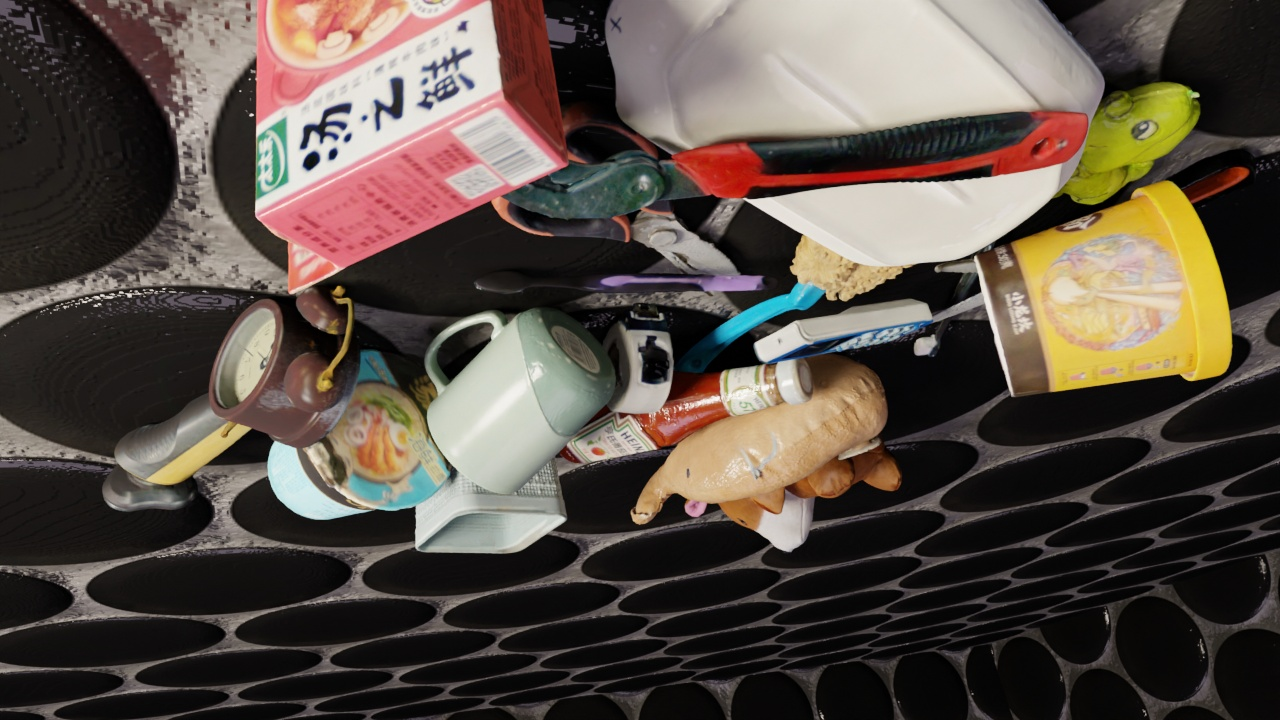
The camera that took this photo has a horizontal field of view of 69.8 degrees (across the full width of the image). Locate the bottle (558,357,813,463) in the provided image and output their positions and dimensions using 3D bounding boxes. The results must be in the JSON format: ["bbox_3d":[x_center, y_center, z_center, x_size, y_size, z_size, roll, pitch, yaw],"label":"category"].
[{"bbox_3d":[0.027,0.034,0.681,0.207,0.059,0.059,-14,156,30],"label":"bottle"}]

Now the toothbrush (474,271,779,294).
[{"bbox_3d":[-0.007,-0.047,0.569,0.189,0.014,0.017,-1,172,-5],"label":"toothbrush"}]

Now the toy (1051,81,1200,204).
[{"bbox_3d":[0.273,-0.124,0.523,0.096,0.031,0.100,1,156,-30],"label":"toy"}]

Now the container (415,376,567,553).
[{"bbox_3d":[-0.117,0.079,0.694,0.089,0.111,0.090,10,147,-34],"label":"container"}]

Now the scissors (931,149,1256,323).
[{"bbox_3d":[0.308,-0.078,0.629,0.220,0.021,0.228,7,145,-35],"label":"scissors"}]

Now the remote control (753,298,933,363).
[{"bbox_3d":[0.139,-0.021,0.618,0.124,0.024,0.049,-11,168,-31],"label":"remote control"}]

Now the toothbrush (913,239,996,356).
[{"bbox_3d":[0.233,-0.045,0.684,0.018,0.015,0.181,-1,155,1],"label":"toothbrush"}]

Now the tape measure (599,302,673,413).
[{"bbox_3d":[-0.004,0.004,0.636,0.033,0.066,0.066,2,152,-22],"label":"tape measure"}]

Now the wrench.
[{"bbox_3d":[0.065,-0.091,0.410,0.273,0.016,0.056,-3,144,-5],"label":"wrench"}]

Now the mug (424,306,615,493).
[{"bbox_3d":[-0.086,0.014,0.607,0.106,0.112,0.082,-44,-175,19],"label":"mug"}]

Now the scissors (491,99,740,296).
[{"bbox_3d":[-0.008,-0.077,0.532,0.198,0.015,0.205,-6,154,-11],"label":"scissors"}]

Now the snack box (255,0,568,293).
[{"bbox_3d":[-0.096,-0.102,0.335,0.127,0.113,0.044,-20,154,19],"label":"snack box"}]

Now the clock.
[{"bbox_3d":[-0.204,0.002,0.543,0.122,0.082,0.055,-25,145,32],"label":"clock"}]

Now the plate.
[{"bbox_3d":[0.108,-0.114,0.429,0.265,0.034,0.162,24,134,-35],"label":"plate"}]

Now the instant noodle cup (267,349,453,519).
[{"bbox_3d":[-0.207,0.063,0.649,0.111,0.111,0.121,12,154,-38],"label":"instant noodle cup"}]

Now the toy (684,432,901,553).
[{"bbox_3d":[0.143,0.114,0.867,0.140,0.130,0.200,6,160,-42],"label":"toy"}]

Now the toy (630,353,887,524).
[{"bbox_3d":[0.085,0.066,0.718,0.226,0.082,0.143,-28,-179,5],"label":"toy"}]

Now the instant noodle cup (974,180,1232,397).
[{"bbox_3d":[0.273,-0.035,0.557,0.115,0.118,0.118,-15,154,20],"label":"instant noodle cup"}]

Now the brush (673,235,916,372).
[{"bbox_3d":[0.096,-0.041,0.623,0.083,0.045,0.255,3,155,-32],"label":"brush"}]

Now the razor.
[{"bbox_3d":[-0.311,0.057,0.648,0.168,0.062,0.067,-29,117,24],"label":"razor"}]
